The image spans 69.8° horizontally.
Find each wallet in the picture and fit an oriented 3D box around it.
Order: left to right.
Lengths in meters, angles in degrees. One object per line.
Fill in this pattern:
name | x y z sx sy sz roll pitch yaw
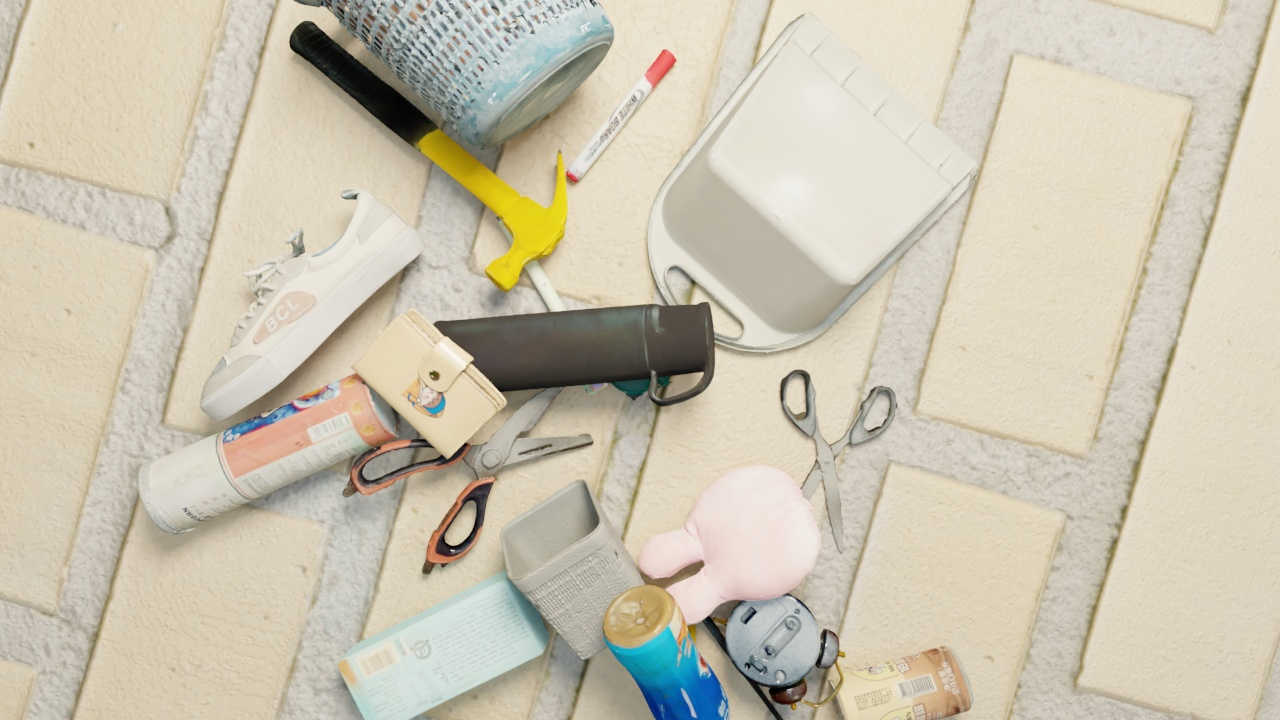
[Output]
wallet | -0.176 0.019 0.771 0.087 0.024 0.115 -42 96 21

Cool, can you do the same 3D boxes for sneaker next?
sneaker | -0.305 -0.053 0.797 0.242 0.089 0.091 -44 106 -4

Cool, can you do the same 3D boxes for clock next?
clock | 0.127 0.254 0.816 0.122 0.055 0.082 43 88 13

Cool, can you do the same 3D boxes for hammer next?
hammer | -0.189 -0.198 0.819 0.301 0.033 0.128 39 77 2

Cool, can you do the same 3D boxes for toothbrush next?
toothbrush | -0.083 -0.056 0.837 0.029 0.020 0.189 -29 90 43
toothbrush | 0.091 0.286 0.847 0.018 0.015 0.181 -34 92 9

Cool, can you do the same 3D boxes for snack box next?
snack box | -0.176 0.260 0.825 0.175 0.051 0.074 -26 92 1

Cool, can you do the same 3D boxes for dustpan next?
dustpan | 0.136 -0.142 0.843 0.222 0.143 0.257 42 61 -1

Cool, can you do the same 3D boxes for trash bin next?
trash bin | -0.136 -0.289 0.737 0.226 0.226 0.195 -38 96 0

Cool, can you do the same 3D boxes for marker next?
marker | -0.018 -0.223 0.836 0.017 0.017 0.145 39 90 -1

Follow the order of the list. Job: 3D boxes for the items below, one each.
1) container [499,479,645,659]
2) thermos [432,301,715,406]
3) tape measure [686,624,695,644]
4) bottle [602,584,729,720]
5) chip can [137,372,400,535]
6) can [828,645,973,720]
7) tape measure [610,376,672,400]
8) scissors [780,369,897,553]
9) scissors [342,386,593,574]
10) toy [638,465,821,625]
container | -0.051 0.183 0.794 0.090 0.090 0.114 -32 115 0
thermos | -0.059 -0.001 0.786 0.243 0.068 0.089 -4 62 11
tape measure | 0.025 0.258 0.839 0.057 0.029 0.060 1 91 0
bottle | 0.035 0.282 0.784 0.065 0.065 0.219 -25 123 0
chip can | -0.324 0.079 0.811 0.215 0.071 0.071 -23 91 0
can | 0.233 0.300 0.827 0.116 0.058 0.058 -16 91 0
tape measure | -0.005 0.005 0.836 0.054 0.025 0.058 -22 90 -1
scissors | 0.174 0.087 0.848 0.159 0.014 0.180 -27 93 2
scissors | -0.153 0.097 0.822 0.189 0.015 0.227 24 98 -20
toy | 0.079 0.162 0.810 0.159 0.054 0.121 -28 57 -4
